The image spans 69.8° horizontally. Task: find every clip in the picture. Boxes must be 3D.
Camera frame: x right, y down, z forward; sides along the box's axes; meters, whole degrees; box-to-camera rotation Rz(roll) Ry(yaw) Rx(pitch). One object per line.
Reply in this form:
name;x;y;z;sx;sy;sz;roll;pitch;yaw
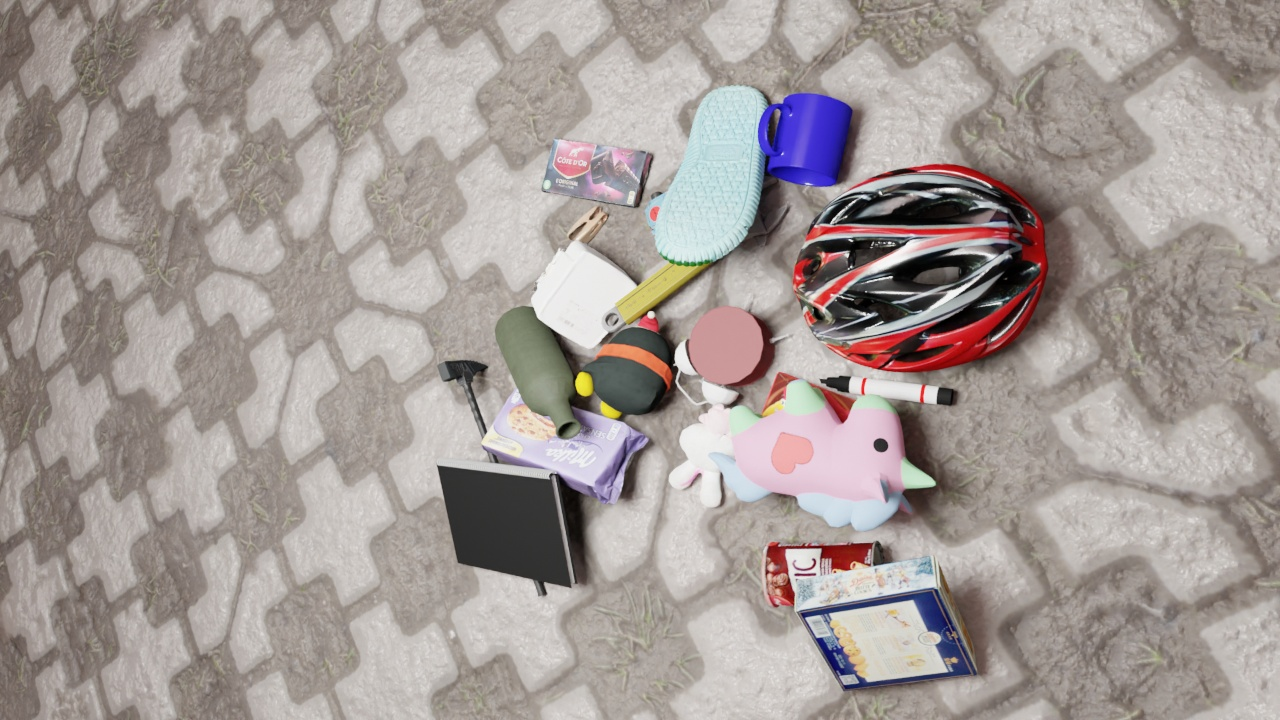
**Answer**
clip;-0.068;-0.174;1.204;0.047;0.025;0.062;16;84;23

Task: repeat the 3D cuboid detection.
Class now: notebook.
notebook;-0.173;0.202;1.163;0.207;0.016;0.149;1;106;38

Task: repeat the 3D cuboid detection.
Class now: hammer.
hammer;-0.181;0.151;1.205;0.015;0.094;0.325;-24;83;22

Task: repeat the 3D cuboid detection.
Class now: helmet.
helmet;0.277;-0.098;0.960;0.273;0.166;0.217;-9;76;38

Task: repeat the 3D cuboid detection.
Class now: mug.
mug;0.180;-0.254;1.042;0.079;0.111;0.083;12;89;59

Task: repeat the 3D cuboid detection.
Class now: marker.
marker;0.268;0.031;1.013;0.146;0.019;0.019;7;87;27

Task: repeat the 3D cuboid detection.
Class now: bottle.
bottle;-0.122;0.017;1.141;0.071;0.071;0.206;-45;45;15

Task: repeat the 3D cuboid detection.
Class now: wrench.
wrench;0.061;-0.123;1.112;0.273;0.018;0.083;-36;68;8

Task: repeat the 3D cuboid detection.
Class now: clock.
clock;0.100;-0.008;1.085;0.138;0.048;0.096;-47;67;14

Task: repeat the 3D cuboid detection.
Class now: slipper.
slipper;0.093;-0.212;1.080;0.116;0.069;0.275;4;60;20

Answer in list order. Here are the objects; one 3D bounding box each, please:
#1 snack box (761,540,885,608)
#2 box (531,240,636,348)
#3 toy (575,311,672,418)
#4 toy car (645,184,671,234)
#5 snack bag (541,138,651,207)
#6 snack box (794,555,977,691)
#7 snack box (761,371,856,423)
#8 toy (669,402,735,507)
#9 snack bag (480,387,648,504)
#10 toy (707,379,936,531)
snack box;0.199;0.232;0.994;0.121;0.072;0.072;-6;81;25
box;-0.085;-0.099;1.178;0.110;0.103;0.130;-54;28;9
toy;-0.007;0.007;1.115;0.100;0.097;0.119;5;62;38
toy car;0.050;-0.198;1.144;0.108;0.027;0.060;-24;74;22
snack bag;-0.060;-0.248;1.212;0.155;0.018;0.074;15;91;29
snack box;0.250;0.271;0.933;0.145;0.144;0.042;-17;32;23
snack box;0.201;0.076;1.039;0.133;0.021;0.089;22;94;27
toy;0.081;0.107;1.084;0.076;0.037;0.126;24;108;22
snack bag;-0.097;0.107;1.150;0.206;0.058;0.096;18;62;27
toy;0.183;0.110;0.976;0.223;0.120;0.171;-26;65;21
